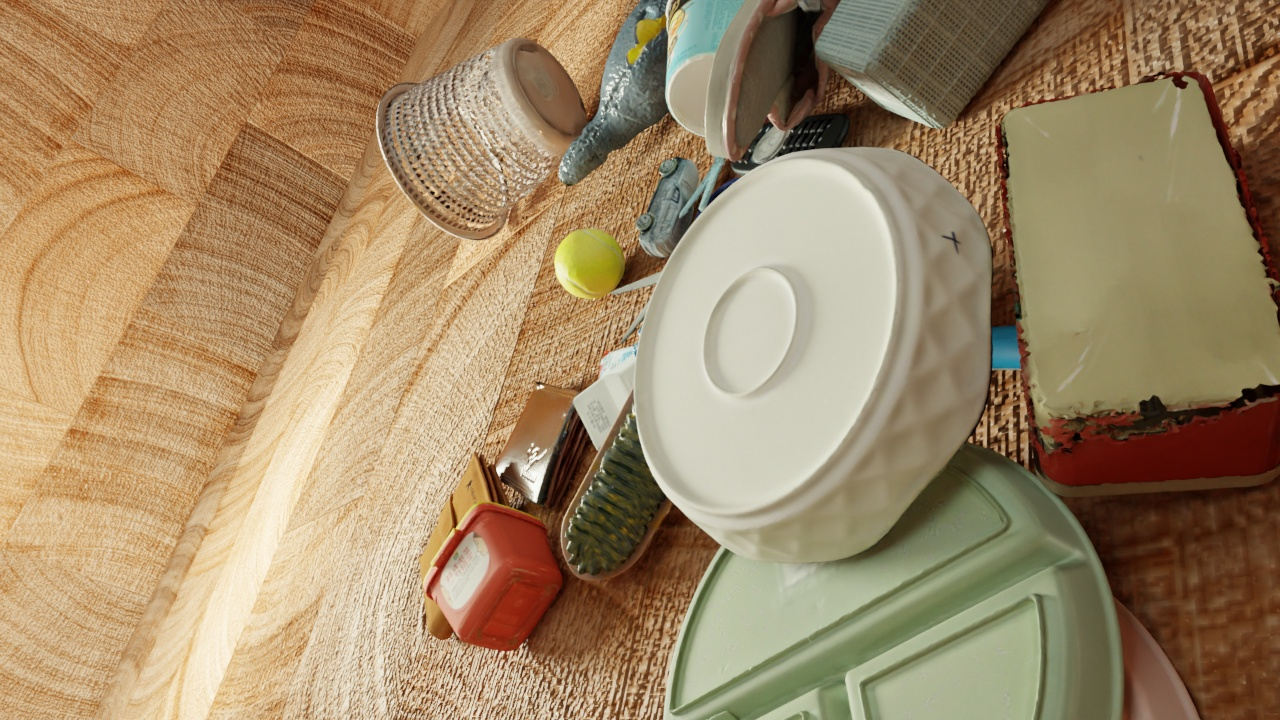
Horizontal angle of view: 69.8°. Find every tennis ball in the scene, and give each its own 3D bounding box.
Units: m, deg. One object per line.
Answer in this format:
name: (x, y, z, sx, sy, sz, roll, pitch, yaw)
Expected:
tennis ball: (-0.047, -0.090, 0.855, 0.066, 0.065, 0.065, -41, 33, 33)

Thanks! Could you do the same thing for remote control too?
remote control: (0.115, -0.158, 0.692, 0.053, 0.024, 0.136, -60, 26, -4)
remote control: (-0.001, 0.021, 0.689, 0.125, 0.024, 0.049, -37, 74, 38)

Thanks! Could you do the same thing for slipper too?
slipper: (0.109, -0.224, 0.647, 0.273, 0.054, 0.114, -57, -24, -46)

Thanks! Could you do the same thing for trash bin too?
trash bin: (-0.183, -0.292, 1.155, 0.193, 0.227, 0.226, -24, 42, 30)

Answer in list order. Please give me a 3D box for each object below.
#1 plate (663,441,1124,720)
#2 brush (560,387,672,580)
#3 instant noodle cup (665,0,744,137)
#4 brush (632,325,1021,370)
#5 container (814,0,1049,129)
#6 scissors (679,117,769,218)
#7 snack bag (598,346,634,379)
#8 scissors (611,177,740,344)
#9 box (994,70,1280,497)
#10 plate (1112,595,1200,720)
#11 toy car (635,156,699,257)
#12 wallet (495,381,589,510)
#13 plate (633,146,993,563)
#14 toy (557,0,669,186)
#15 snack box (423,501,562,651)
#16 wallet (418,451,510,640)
plate: (0.085, 0.132, 0.389, 0.231, 0.027, 0.229, -40, 33, 32)
brush: (-0.005, 0.084, 0.625, 0.145, 0.063, 0.073, -61, -2, 2)
instant noodle cup: (0.067, -0.250, 0.756, 0.111, 0.111, 0.120, -34, 31, 40)
brush: (0.107, -0.016, 0.508, 0.060, 0.109, 0.315, -61, 18, -21)
container: (0.180, -0.215, 0.570, 0.111, 0.090, 0.090, -56, 27, 13)
scissors: (0.075, -0.173, 0.773, 0.094, 0.017, 0.137, -21, 38, 43)
snack bag: (-0.004, 0.004, 0.731, 0.104, 0.026, 0.048, -21, 65, 50)
scissors: (0.041, -0.081, 0.730, 0.176, 0.012, 0.162, -5, 52, 49)
box: (0.188, -0.039, 0.360, 0.091, 0.077, 0.168, -8, 51, 24)
plate: (0.108, 0.177, 0.369, 0.230, 0.028, 0.229, -41, 32, 32)
toy car: (0.027, -0.133, 0.800, 0.034, 0.043, 0.090, 15, 78, 34)
wallet: (-0.086, 0.071, 0.800, 0.125, 0.032, 0.101, 8, 74, 64)
plate: (0.065, -0.008, 0.434, 0.205, 0.045, 0.204, -27, 56, 47)
toy: (0.026, -0.329, 0.944, 0.356, 0.091, 0.138, -56, 15, 2)
snack box: (-0.111, 0.166, 0.698, 0.091, 0.082, 0.080, -56, 37, 9)
wallet: (-0.157, 0.161, 0.811, 0.132, 0.031, 0.107, -59, 32, 18)
